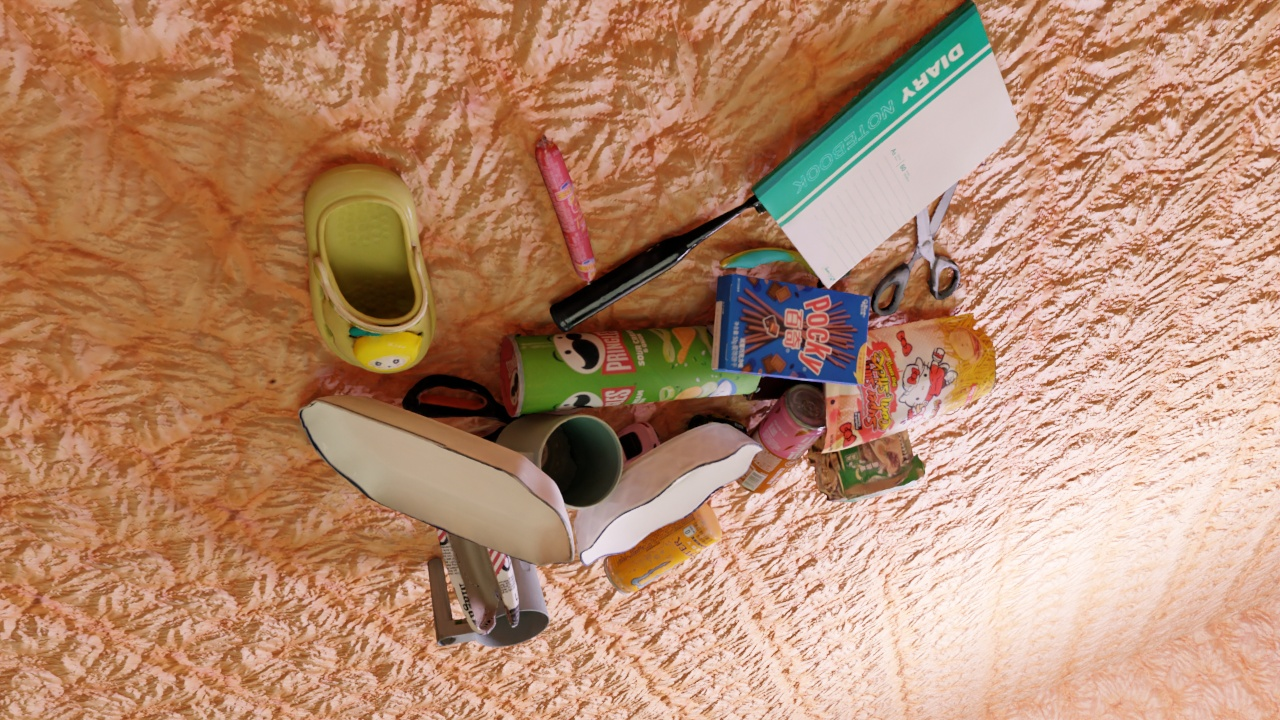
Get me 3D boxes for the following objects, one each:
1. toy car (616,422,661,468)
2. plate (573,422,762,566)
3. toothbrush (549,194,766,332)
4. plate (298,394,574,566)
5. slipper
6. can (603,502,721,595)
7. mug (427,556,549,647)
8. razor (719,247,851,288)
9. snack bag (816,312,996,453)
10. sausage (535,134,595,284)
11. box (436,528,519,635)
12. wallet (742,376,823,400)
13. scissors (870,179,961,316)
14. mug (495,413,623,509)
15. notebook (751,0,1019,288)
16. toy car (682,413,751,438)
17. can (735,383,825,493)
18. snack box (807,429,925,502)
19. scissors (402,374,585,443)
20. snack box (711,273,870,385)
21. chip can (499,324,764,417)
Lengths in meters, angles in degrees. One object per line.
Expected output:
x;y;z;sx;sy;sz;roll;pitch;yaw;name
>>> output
-0.029;0.111;0.954;0.123;0.056;0.037;-39;142;22;toy car
0.021;0.126;0.892;0.204;0.045;0.205;-30;163;-10;plate
0.020;-0.086;0.764;0.213;0.026;0.027;-29;129;10;toothbrush
-0.168;0.096;0.779;0.266;0.034;0.162;17;144;20;plate
-0.196;-0.050;0.666;0.091;0.081;0.191;-7;138;-13;slipper
0.027;0.227;1.118;0.146;0.058;0.058;-36;140;19;can
-0.172;0.258;1.027;0.123;0.103;0.084;-4;139;-19;mug
0.124;-0.085;0.811;0.132;0.028;0.043;2;169;-30;razor
0.266;0.019;0.939;0.207;0.073;0.129;-12;113;-27;snack bag
-0.055;-0.111;0.705;0.020;0.020;0.156;-19;142;-2;sausage
-0.175;0.201;0.937;0.079;0.074;0.163;-18;103;-9;box
0.164;-0.002;0.939;0.096;0.020;0.123;-2;140;-15;wallet
0.268;-0.104;0.867;0.159;0.014;0.172;19;126;-39;scissors
-0.090;0.088;0.818;0.111;0.082;0.106;4;176;-35;mug
0.202;-0.165;0.740;0.209;0.012;0.150;-40;138;10;notebook
0.052;0.112;1.006;0.156;0.041;0.071;-39;138;24;toy car
0.150;0.087;0.992;0.057;0.057;0.148;-1;146;-24;can
0.257;0.103;1.035;0.118;0.118;0.105;-19;155;20;snack box
-0.131;0.061;0.874;0.221;0.021;0.224;-29;141;11;scissors
0.139;-0.026;0.830;0.157;0.084;0.026;6;177;-27;snack box
-0.005;0.005;0.826;0.235;0.072;0.072;-4;139;-21;chip can
